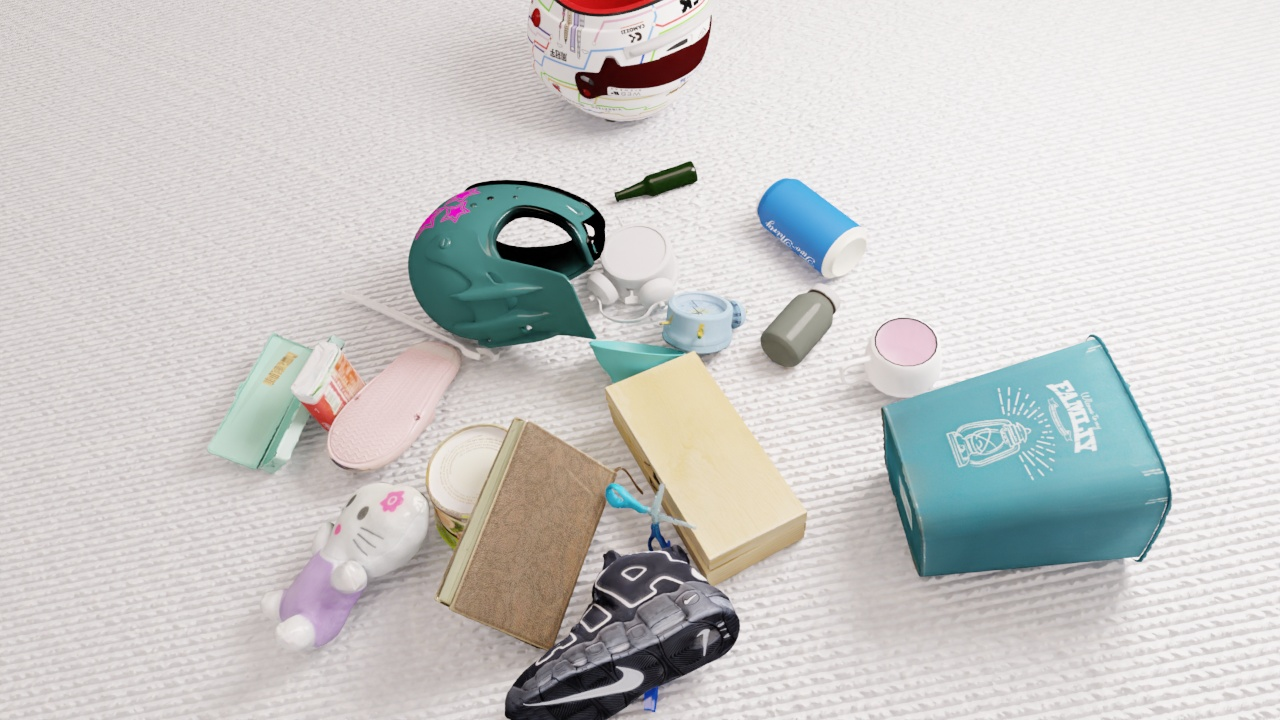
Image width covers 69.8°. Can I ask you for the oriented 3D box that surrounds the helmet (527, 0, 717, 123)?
[{"bbox_3d":[-0.024,-0.476,1.373,0.315,0.236,0.230,22,57,31],"label":"helmet"}]

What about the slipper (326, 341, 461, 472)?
[{"bbox_3d":[-0.301,0.057,1.157,0.107,0.056,0.220,16,48,18],"label":"slipper"}]

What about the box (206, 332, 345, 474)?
[{"bbox_3d":[-0.462,0.045,1.174,0.112,0.079,0.186,21,57,-5],"label":"box"}]

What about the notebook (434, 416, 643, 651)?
[{"bbox_3d":[-0.099,0.192,0.986,0.035,0.190,0.215,-7,56,49],"label":"notebook"}]

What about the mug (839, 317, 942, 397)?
[{"bbox_3d":[0.293,0.004,1.084,0.124,0.076,0.090,-15,54,-2],"label":"mug"}]

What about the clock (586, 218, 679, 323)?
[{"bbox_3d":[-0.007,-0.114,1.231,0.120,0.061,0.158,7,61,14],"label":"clock"}]

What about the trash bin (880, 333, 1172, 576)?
[{"bbox_3d":[0.374,0.113,0.934,0.219,0.199,0.196,-13,53,8],"label":"trash bin"}]

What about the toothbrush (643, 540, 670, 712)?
[{"bbox_3d":[0.019,0.277,0.976,0.011,0.016,0.186,-1,53,11],"label":"toothbrush"}]

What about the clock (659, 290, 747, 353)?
[{"bbox_3d":[0.081,-0.055,1.164,0.089,0.052,0.124,20,33,28],"label":"clock"}]

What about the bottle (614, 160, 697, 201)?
[{"bbox_3d":[0.021,-0.258,1.339,0.123,0.033,0.033,-19,54,-4],"label":"bottle"}]

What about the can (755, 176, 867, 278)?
[{"bbox_3d":[0.227,-0.178,1.221,0.078,0.079,0.146,-34,57,-15],"label":"can"}]

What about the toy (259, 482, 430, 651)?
[{"bbox_3d":[-0.318,0.224,1.014,0.209,0.085,0.138,-49,28,-16],"label":"toy"}]

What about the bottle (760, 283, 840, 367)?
[{"bbox_3d":[0.201,-0.045,1.144,0.060,0.060,0.108,32,65,27],"label":"bottle"}]

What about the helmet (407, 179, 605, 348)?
[{"bbox_3d":[-0.169,-0.113,1.172,0.275,0.176,0.199,5,54,22],"label":"helmet"}]

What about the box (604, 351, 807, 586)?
[{"bbox_3d":[0.070,0.114,1.039,0.128,0.092,0.249,-27,56,-6],"label":"box"}]

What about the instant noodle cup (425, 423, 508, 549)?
[{"bbox_3d":[-0.174,0.144,1.047,0.146,0.098,0.146,-4,55,6],"label":"instant noodle cup"}]

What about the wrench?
[{"bbox_3d":[-0.304,-0.050,1.245,0.274,0.009,0.047,22,17,24],"label":"wrench"}]

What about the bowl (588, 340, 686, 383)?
[{"bbox_3d":[-0.007,0.007,1.134,0.121,0.121,0.046,8,96,14],"label":"bowl"}]

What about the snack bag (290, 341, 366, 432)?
[{"bbox_3d":[-0.384,0.039,1.146,0.036,0.116,0.076,12,61,16],"label":"snack bag"}]

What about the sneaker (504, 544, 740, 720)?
[{"bbox_3d":[-0.036,0.267,0.942,0.252,0.097,0.150,-27,40,2],"label":"sneaker"}]

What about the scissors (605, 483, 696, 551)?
[{"bbox_3d":[0.015,0.173,0.986,0.128,0.127,0.014,4,33,43],"label":"scissors"}]
